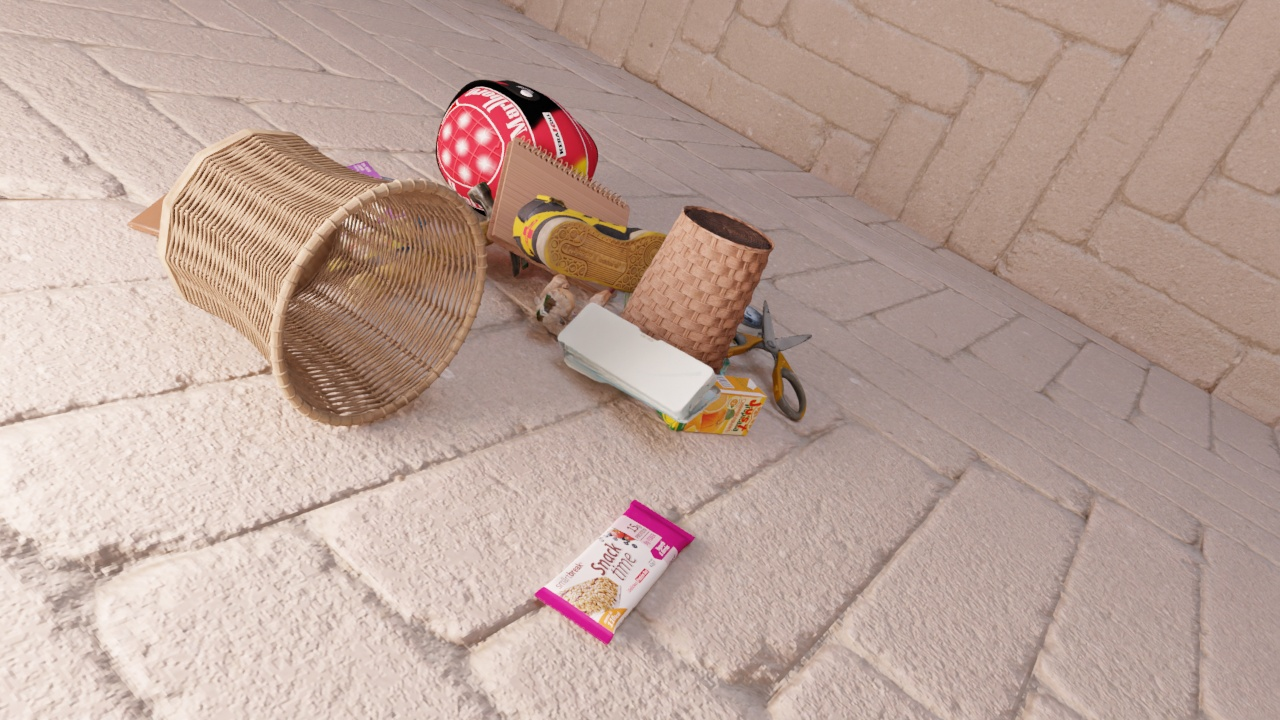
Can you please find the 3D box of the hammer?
[{"bbox_3d":[-0.245,-0.131,1.137,0.132,0.033,0.329,55,32,-5],"label":"hammer"}]

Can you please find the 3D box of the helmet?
[{"bbox_3d":[-0.201,-0.319,1.397,0.271,0.198,0.224,43,25,23],"label":"helmet"}]

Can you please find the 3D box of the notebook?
[{"bbox_3d":[-0.106,-0.199,1.278,0.210,0.022,0.168,26,60,-35],"label":"notebook"}]

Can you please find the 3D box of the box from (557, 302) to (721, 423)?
[{"bbox_3d":[-0.006,0.003,1.030,0.199,0.071,0.084,29,38,34],"label":"box"}]

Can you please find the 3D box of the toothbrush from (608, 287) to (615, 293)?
[{"bbox_3d":[-0.038,-0.098,1.271,0.015,0.015,0.183,30,40,0],"label":"toothbrush"}]

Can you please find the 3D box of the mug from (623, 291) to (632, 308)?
[{"bbox_3d":[0.040,-0.074,1.288,0.103,0.084,0.111,-17,75,-44],"label":"mug"}]

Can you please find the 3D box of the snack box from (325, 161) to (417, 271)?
[{"bbox_3d":[-0.352,-0.162,1.050,0.147,0.041,0.143,-24,47,-25],"label":"snack box"}]

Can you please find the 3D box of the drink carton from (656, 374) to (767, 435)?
[{"bbox_3d":[0.087,0.051,1.083,0.122,0.058,0.041,7,30,-36],"label":"drink carton"}]

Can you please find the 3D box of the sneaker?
[{"bbox_3d":[-0.061,-0.151,1.203,0.238,0.086,0.122,7,17,-44],"label":"sneaker"}]

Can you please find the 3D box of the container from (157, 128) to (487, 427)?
[{"bbox_3d":[-0.286,-0.086,0.819,0.196,0.227,0.226,29,23,26],"label":"container"}]

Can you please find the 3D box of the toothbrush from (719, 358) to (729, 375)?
[{"bbox_3d":[0.107,0.027,1.205,0.022,0.017,0.135,31,23,-4],"label":"toothbrush"}]

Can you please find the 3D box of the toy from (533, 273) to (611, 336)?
[{"bbox_3d":[-0.100,-0.069,1.131,0.085,0.074,0.105,34,19,17],"label":"toy"}]

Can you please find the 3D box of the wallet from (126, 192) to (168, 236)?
[{"bbox_3d":[-0.478,-0.164,0.993,0.087,0.013,0.120,17,39,1],"label":"wallet"}]

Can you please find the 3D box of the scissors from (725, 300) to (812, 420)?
[{"bbox_3d":[0.165,-0.014,1.271,0.226,0.016,0.224,16,43,-20],"label":"scissors"}]

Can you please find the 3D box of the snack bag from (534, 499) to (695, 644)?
[{"bbox_3d":[-0.015,0.173,0.784,0.070,0.016,0.196,30,24,14],"label":"snack bag"}]

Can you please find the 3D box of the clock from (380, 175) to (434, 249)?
[{"bbox_3d":[-0.333,-0.201,1.203,0.116,0.060,0.161,13,24,-22],"label":"clock"}]

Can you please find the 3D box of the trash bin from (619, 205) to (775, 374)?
[{"bbox_3d":[0.058,-0.072,1.124,0.151,0.210,0.151,20,24,-9],"label":"trash bin"}]

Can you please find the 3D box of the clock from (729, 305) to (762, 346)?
[{"bbox_3d":[0.145,-0.056,1.368,0.083,0.057,0.117,33,25,20],"label":"clock"}]
